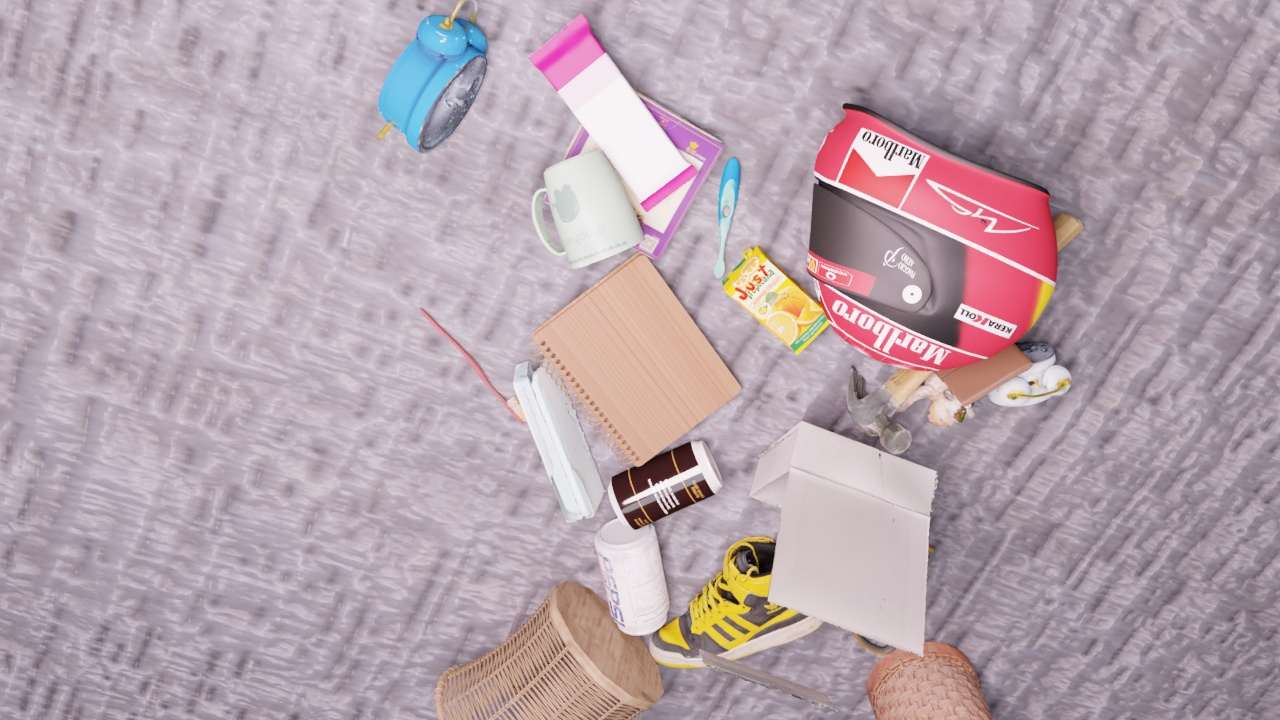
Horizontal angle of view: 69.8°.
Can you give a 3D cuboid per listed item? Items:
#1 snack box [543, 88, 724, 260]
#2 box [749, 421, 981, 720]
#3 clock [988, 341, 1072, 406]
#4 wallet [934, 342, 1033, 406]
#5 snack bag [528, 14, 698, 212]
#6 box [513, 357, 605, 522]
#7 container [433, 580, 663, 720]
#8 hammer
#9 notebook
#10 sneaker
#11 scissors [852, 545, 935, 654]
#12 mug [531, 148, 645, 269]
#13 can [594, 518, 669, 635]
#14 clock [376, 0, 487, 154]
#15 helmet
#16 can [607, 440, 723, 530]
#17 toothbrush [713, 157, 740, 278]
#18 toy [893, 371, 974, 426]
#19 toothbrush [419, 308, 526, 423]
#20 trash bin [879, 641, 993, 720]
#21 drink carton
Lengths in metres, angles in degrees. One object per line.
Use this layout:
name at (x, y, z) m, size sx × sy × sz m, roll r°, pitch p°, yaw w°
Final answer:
snack box at (-0.009, -0.205, 0.986) m, size 0.143 × 0.040 × 0.148 m, roll 27°, pitch 109°, yaw -12°
box at (0.223, 0.179, 0.947) m, size 0.167 × 0.412 × 0.149 m, roll 20°, pitch 106°, yaw -3°
clock at (0.440, 0.018, 1.053) m, size 0.083 × 0.117 × 0.057 m, roll -15°, pitch 105°, yaw 4°
wallet at (0.375, -0.005, 1.040) m, size 0.087 × 0.120 × 0.013 m, roll -33°, pitch 124°, yaw 10°
snack bag at (-0.025, -0.248, 0.936) m, size 0.070 × 0.016 × 0.196 m, roll -35°, pitch 108°, yaw 14°
box at (-0.101, 0.096, 1.090) m, size 0.071 × 0.084 × 0.199 m, roll -5°, pitch 114°, yaw 31°
container at (-0.106, 0.414, 1.146) m, size 0.196 × 0.226 × 0.227 m, roll -45°, pitch 107°, yaw 7°
hammer at (0.366, -0.042, 1.040) m, size 0.330 × 0.132 × 0.033 m, roll -45°, pitch 119°, yaw 4°
notebook at (-0.006, 0.006, 1.063) m, size 0.169 × 0.022 × 0.210 m, roll -37°, pitch 112°, yaw 2°
sneaker at (0.109, 0.309, 1.177) m, size 0.239 × 0.086 × 0.122 m, roll -18°, pitch 108°, yaw 9°
scissors at (0.289, 0.315, 1.223) m, size 0.225 × 0.016 × 0.226 m, roll -16°, pitch 111°, yaw 5°
mug at (-0.064, -0.153, 0.945) m, size 0.111 × 0.083 × 0.104 m, roll -15°, pitch 103°, yaw 35°
can at (-0.009, 0.272, 1.161) m, size 0.078 × 0.078 × 0.136 m, roll -10°, pitch 112°, yaw 2°
clock at (-0.199, -0.284, 0.910) m, size 0.060 × 0.116 × 0.162 m, roll 33°, pitch 107°, yaw -2°
helmet at (0.283, -0.107, 0.947) m, size 0.271 × 0.197 × 0.225 m, roll 26°, pitch 105°, yaw 8°
can at (0.030, 0.151, 1.117) m, size 0.129 × 0.071 × 0.072 m, roll -25°, pitch 111°, yaw 8°
toothbrush at (0.095, -0.158, 1.024) m, size 0.022 × 0.017 × 0.135 m, roll 5°, pitch 109°, yaw -4°
toy at (0.355, 0.051, 1.073) m, size 0.085 × 0.106 × 0.074 m, roll 26°, pitch 88°, yaw -20°
toothbrush at (-0.194, 0.005, 1.081) m, size 0.016 × 0.015 × 0.184 m, roll -38°, pitch 108°, yaw 9°
trash bin at (0.396, 0.491, 1.194) m, size 0.151 × 0.209 × 0.151 m, roll -1°, pitch 111°, yaw -2°
drink carton at (0.154, -0.071, 1.047) m, size 0.122 × 0.041 × 0.058 m, roll 39°, pitch 106°, yaw -15°
